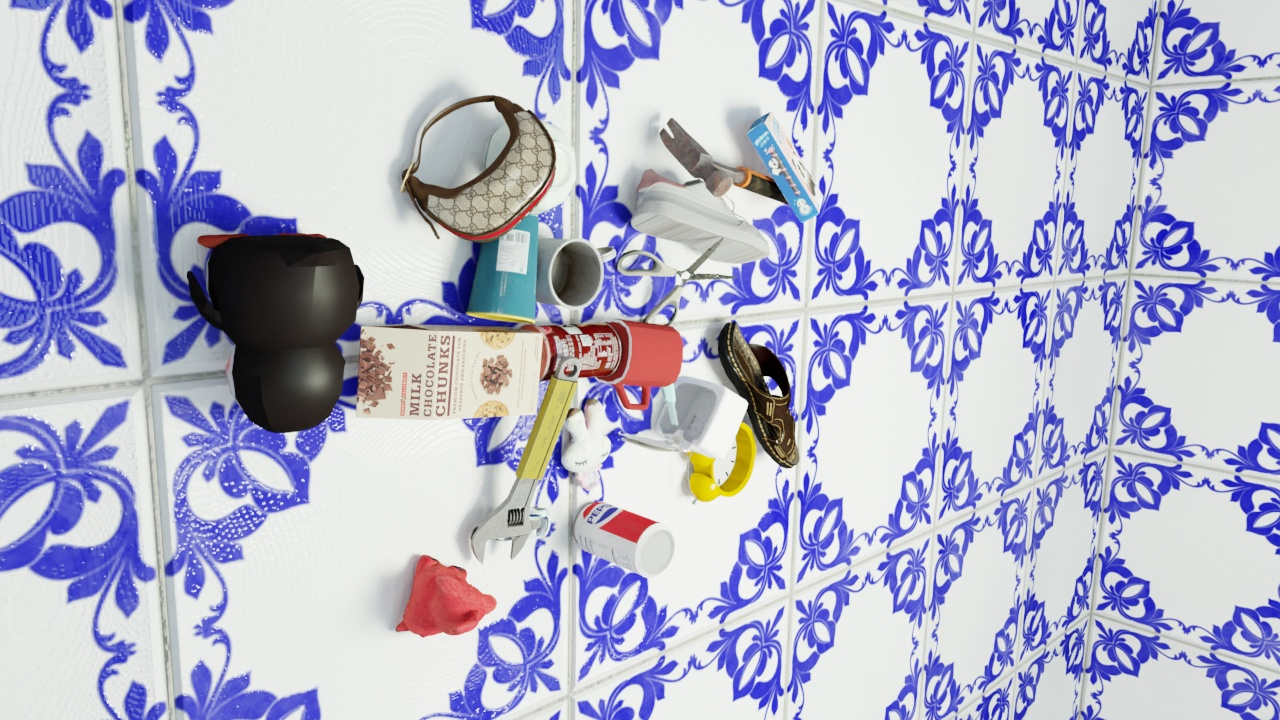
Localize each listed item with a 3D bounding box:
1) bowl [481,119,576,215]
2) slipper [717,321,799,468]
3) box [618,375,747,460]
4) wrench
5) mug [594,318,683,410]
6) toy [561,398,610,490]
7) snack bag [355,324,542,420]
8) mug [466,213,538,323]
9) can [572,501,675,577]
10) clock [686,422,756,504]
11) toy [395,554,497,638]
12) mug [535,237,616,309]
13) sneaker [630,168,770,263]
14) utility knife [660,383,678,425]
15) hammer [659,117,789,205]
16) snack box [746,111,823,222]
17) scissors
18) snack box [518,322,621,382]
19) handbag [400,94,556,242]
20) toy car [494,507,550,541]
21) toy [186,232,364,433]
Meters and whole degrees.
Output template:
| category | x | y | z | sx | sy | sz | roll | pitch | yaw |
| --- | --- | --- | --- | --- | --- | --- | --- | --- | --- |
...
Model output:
| category | x | y | z | sx | sy | sz | roll | pitch | yaw |
| --- | --- | --- | --- | --- | --- | --- | --- | --- | --- |
| bowl | -0.118 | -0.224 | 1.061 | 0.117 | 0.061 | 0.117 | -11 | 105 | -44 |
| slipper | 0.195 | 0.051 | 1.389 | 0.268 | 0.076 | 0.112 | 61 | 29 | -28 |
| box | 0.047 | 0.086 | 1.257 | 0.132 | 0.107 | 0.151 | 34 | 79 | -37 |
| wrench | -0.130 | 0.120 | 1.087 | 0.083 | 0.018 | 0.273 | 13 | 103 | -33 |
| mug | -0.007 | 0.007 | 1.198 | 0.096 | 0.081 | 0.116 | 5 | 91 | -45 |
| toy | -0.069 | 0.112 | 1.191 | 0.079 | 0.038 | 0.123 | -25 | 117 | -47 |
| snack bag | -0.214 | 0.011 | 1.007 | 0.206 | 0.070 | 0.094 | 0 | 98 | -44 |
| mug | -0.152 | -0.107 | 1.044 | 0.078 | 0.078 | 0.121 | 8 | 88 | -45 |
| can | -0.023 | 0.230 | 1.192 | 0.070 | 0.132 | 0.070 | -10 | 105 | -43 |
| clock | 0.117 | 0.150 | 1.373 | 0.151 | 0.052 | 0.113 | -19 | 111 | -46 |
| toy | -0.215 | 0.288 | 1.026 | 0.088 | 0.133 | 0.094 | 34 | 83 | -32 |
| mug | -0.087 | -0.112 | 1.106 | 0.113 | 0.071 | 0.084 | -34 | 120 | -35 |
| sneaker | 0.089 | -0.199 | 1.243 | 0.235 | 0.099 | 0.089 | 15 | 74 | -39 |
| utility knife | 0.035 | 0.029 | 1.241 | 0.022 | 0.015 | 0.141 | -1 | 57 | -12 |
| hammer | 0.142 | -0.264 | 1.298 | 0.035 | 0.137 | 0.313 | -50 | 155 | 23 |
| snack box | 0.212 | -0.282 | 1.333 | 0.154 | 0.033 | 0.087 | 55 | 26 | -14 |
| scissors | 0.044 | -0.103 | 1.224 | 0.170 | 0.012 | 0.158 | 12 | 121 | -13 |
| snack box | -0.090 | -0.011 | 1.123 | 0.121 | 0.072 | 0.072 | -5 | 101 | -44 |
| handbag | -0.174 | -0.205 | 0.984 | 0.166 | 0.063 | 0.138 | -45 | 92 | -6 |
| toy car | -0.147 | 0.204 | 1.140 | 0.089 | 0.027 | 0.039 | 5 | 97 | -45 |
| toy | -0.322 | -0.022 | 0.843 | 0.158 | 0.140 | 0.184 | -9 | 104 | -43 |
